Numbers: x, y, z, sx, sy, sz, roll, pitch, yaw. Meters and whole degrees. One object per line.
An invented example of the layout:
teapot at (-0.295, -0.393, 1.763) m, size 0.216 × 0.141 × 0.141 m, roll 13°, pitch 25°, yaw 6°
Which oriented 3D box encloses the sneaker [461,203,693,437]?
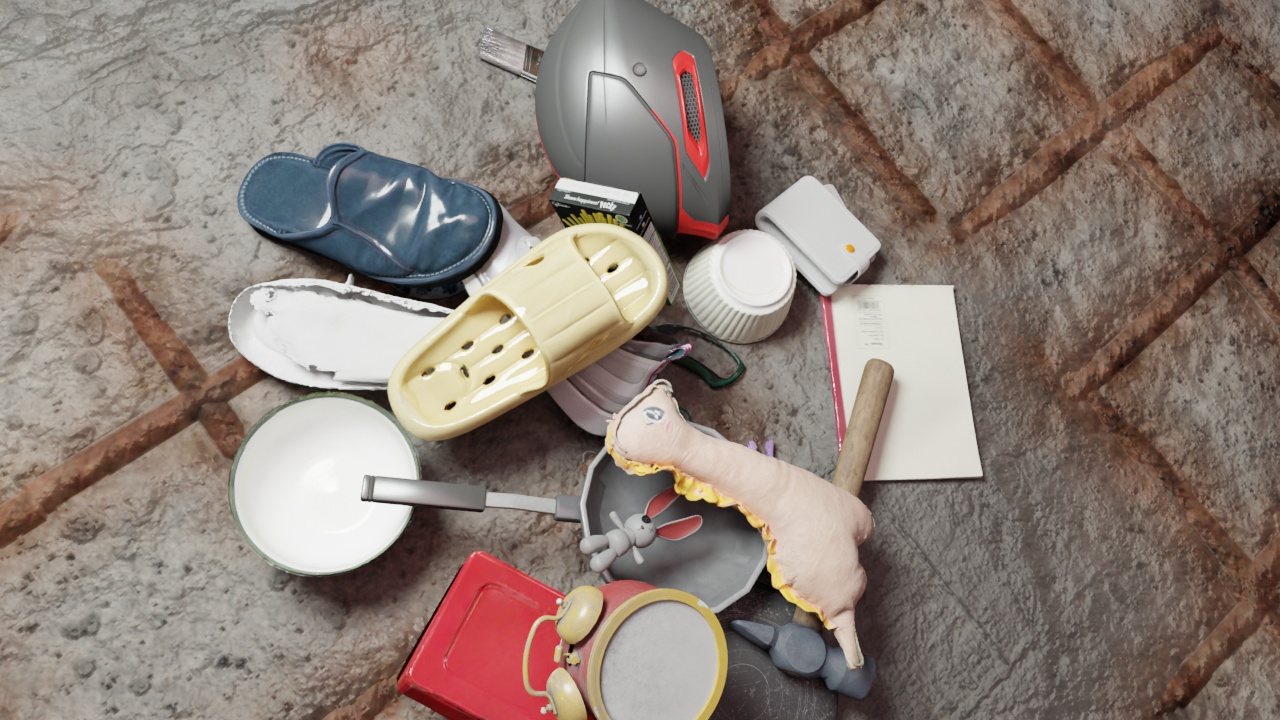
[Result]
sneaker at (-0.067, -0.064, 0.837) m, size 0.129 × 0.096 × 0.263 m, roll -41°, pitch 84°, yaw 24°

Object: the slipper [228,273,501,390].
slipper at (-0.246, -0.023, 0.828) m, size 0.247 × 0.075 × 0.112 m, roll 7°, pitch 73°, yaw 0°

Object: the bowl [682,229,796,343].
bowl at (0.105, -0.080, 0.917) m, size 0.115 × 0.063 × 0.115 m, roll 3°, pitch 74°, yaw -10°

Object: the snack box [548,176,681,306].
snack box at (-0.020, -0.107, 0.845) m, size 0.080 × 0.147 × 0.025 m, roll 16°, pitch 68°, yaw 24°

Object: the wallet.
wallet at (0.195, -0.137, 0.961) m, size 0.118 × 0.038 × 0.115 m, roll 47°, pitch 57°, yaw 5°

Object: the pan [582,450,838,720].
pan at (0.046, 0.232, 0.832) m, size 0.207 × 0.040 × 0.357 m, roll -31°, pitch 83°, yaw -17°

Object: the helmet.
helmet at (-0.016, -0.238, 0.886) m, size 0.170 × 0.164 × 0.264 m, roll -8°, pitch 85°, yaw -2°

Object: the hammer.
hammer at (0.187, 0.137, 0.861) m, size 0.129 × 0.040 × 0.321 m, roll 23°, pitch 66°, yaw -2°

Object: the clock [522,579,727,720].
clock at (-0.018, 0.227, 0.705) m, size 0.158 × 0.081 × 0.117 m, roll 11°, pitch 83°, yaw -28°

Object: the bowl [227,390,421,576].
bowl at (-0.265, 0.109, 0.788) m, size 0.153 × 0.073 × 0.153 m, roll 3°, pitch 73°, yaw -11°

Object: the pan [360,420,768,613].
pan at (-0.057, 0.129, 0.794) m, size 0.357 × 0.041 × 0.178 m, roll 8°, pitch 64°, yaw -16°

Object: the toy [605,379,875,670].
toy at (0.087, 0.130, 0.771) m, size 0.264 × 0.065 × 0.195 m, roll 23°, pitch 50°, yaw -16°

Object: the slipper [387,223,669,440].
slipper at (-0.100, -0.027, 0.756) m, size 0.261 × 0.079 × 0.111 m, roll -34°, pitch 84°, yaw 1°

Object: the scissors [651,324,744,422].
scissors at (-0.011, 0.007, 0.897) m, size 0.209 × 0.015 × 0.142 m, roll 26°, pitch 73°, yaw -3°

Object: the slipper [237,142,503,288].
slipper at (-0.256, -0.139, 0.814) m, size 0.266 × 0.083 × 0.108 m, roll 15°, pitch 79°, yaw 14°

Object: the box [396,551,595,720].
box at (-0.106, 0.248, 0.761) m, size 0.157 × 0.113 × 0.134 m, roll 28°, pitch 66°, yaw -2°

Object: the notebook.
notebook at (0.267, 0.020, 0.947) m, size 0.153 × 0.012 × 0.208 m, roll 0°, pitch 74°, yaw -10°

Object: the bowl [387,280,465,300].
bowl at (-0.203, -0.118, 0.879) m, size 0.114 × 0.045 × 0.114 m, roll 3°, pitch 74°, yaw -10°

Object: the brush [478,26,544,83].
brush at (-0.101, -0.308, 0.970) m, size 0.151 × 0.012 × 0.038 m, roll 22°, pitch 71°, yaw -5°

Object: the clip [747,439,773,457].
clip at (0.124, 0.099, 0.897) m, size 0.042 × 0.014 × 0.052 m, roll -25°, pitch 77°, yaw -19°

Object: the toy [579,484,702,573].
toy at (-0.001, 0.142, 0.764) m, size 0.111 × 0.030 × 0.049 m, roll -20°, pitch 71°, yaw -37°
